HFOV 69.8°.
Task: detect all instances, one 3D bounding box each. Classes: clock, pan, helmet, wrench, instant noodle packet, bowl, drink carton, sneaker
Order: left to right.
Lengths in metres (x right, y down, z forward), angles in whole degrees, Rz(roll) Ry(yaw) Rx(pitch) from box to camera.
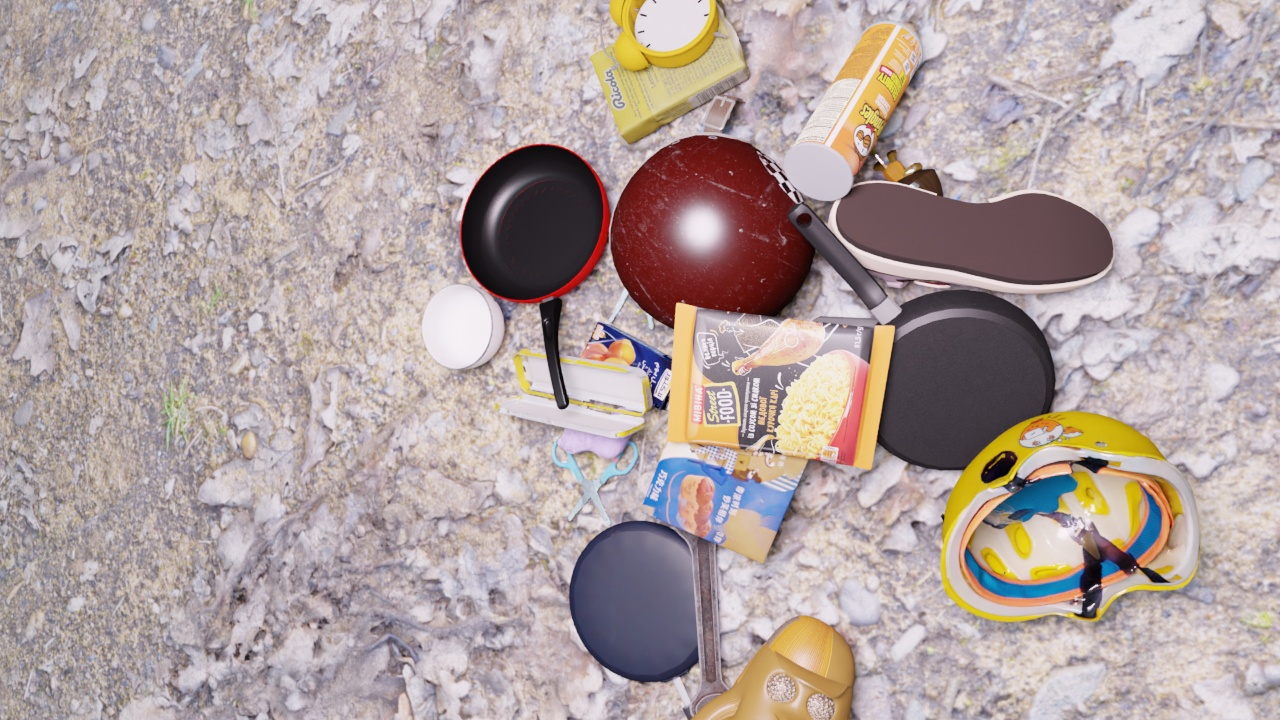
[{"bbox_3d":[-0.228,-0.044,1.225,0.114,0.063,0.113,0,90,25],"label":"bowl"},{"bbox_3d":[-0.120,-0.106,1.168,0.209,0.067,0.356,-18,75,19],"label":"pan"},{"bbox_3d":[-0.007,0.007,1.149,0.130,0.040,0.064,29,99,20],"label":"drink carton"},{"bbox_3d":[0.024,-0.409,1.108,0.152,0.052,0.113,-9,80,15],"label":"clock"},{"bbox_3d":[0.034,0.369,1.127,0.199,0.021,0.356,-30,78,18],"label":"pan"},{"bbox_3d":[0.079,0.291,1.096,0.070,0.010,0.273,-4,80,4],"label":"wrench"},{"bbox_3d":[0.086,-0.148,1.040,0.234,0.253,0.234,43,111,9],"label":"helmet"},{"bbox_3d":[0.141,0.028,0.960,0.221,0.032,0.160,7,112,10],"label":"instant noodle packet"},{"bbox_3d":[0.275,-0.025,0.948,0.205,0.044,0.355,-40,104,24],"label":"pan"},{"bbox_3d":[0.346,-0.114,0.995,0.294,0.116,0.111,5,72,4],"label":"sneaker"},{"bbox_3d":[0.408,0.144,0.916,0.240,0.139,0.209,-28,114,23],"label":"helmet"}]

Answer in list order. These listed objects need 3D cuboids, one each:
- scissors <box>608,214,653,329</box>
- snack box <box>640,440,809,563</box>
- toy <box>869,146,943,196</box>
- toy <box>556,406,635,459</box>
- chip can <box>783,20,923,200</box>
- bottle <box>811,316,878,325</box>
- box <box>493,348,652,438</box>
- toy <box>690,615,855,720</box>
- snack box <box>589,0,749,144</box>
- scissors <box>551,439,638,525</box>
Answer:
[{"bbox_3d":[-0.005,-0.126,1.171,0.139,0.028,0.170,28,93,18],"label":"scissors"},{"bbox_3d":[0.109,0.105,1.046,0.155,0.069,0.203,22,108,7],"label":"snack box"},{"bbox_3d":[0.293,-0.200,1.029,0.100,0.062,0.076,51,142,2],"label":"toy"},{"bbox_3d":[-0.053,0.088,1.160,0.100,0.036,0.080,10,58,35],"label":"toy"},{"bbox_3d":[0.232,-0.272,0.990,0.075,0.075,0.214,21,60,21],"label":"chip can"},{"bbox_3d":[0.232,-0.008,1.051,0.174,0.046,0.083,5,89,22],"label":"bottle"},{"bbox_3d":[-0.086,0.035,1.139,0.210,0.079,0.080,10,106,34],"label":"box"},{"bbox_3d":[0.166,0.384,1.007,0.198,0.162,0.203,23,85,5],"label":"toy"},{"bbox_3d":[0.038,-0.367,1.148,0.181,0.045,0.121,-25,76,16],"label":"snack box"},{"bbox_3d":[-0.066,0.143,1.182,0.135,0.015,0.135,40,96,20],"label":"scissors"}]
